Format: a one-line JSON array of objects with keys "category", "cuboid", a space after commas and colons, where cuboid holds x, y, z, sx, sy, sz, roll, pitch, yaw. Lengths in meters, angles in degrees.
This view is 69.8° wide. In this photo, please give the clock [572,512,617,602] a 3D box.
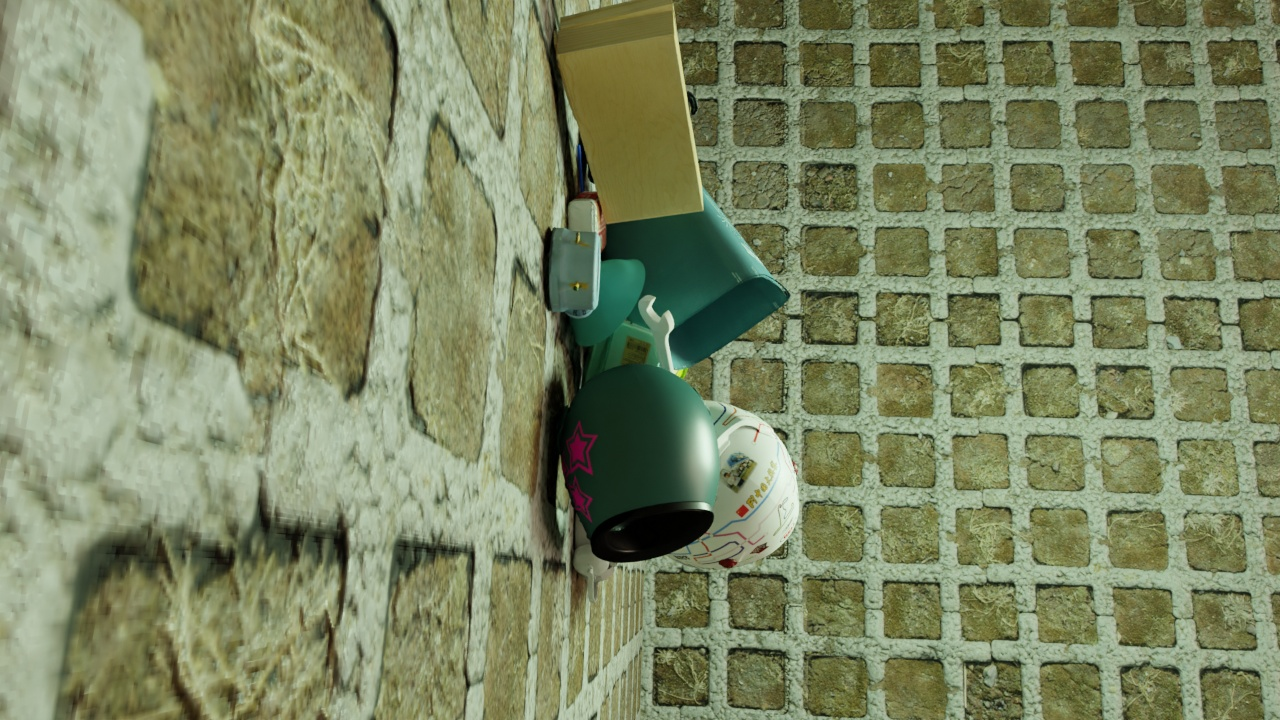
[{"category": "clock", "cuboid": [-0.055, 0.245, 1.237, 0.120, 0.061, 0.159, 82, 9, -69]}]

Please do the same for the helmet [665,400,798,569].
[{"category": "helmet", "cuboid": [0.084, 0.172, 1.335, 0.230, 0.236, 0.315, -52, -163, -20]}]

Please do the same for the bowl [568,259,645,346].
[{"category": "bowl", "cuboid": [-0.053, -0.080, 1.070, 0.046, 0.121, 0.120, 35, 40, -30]}]

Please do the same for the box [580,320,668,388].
[{"category": "box", "cuboid": [-0.024, -0.004, 1.166, 0.078, 0.113, 0.188, -58, 168, -41]}]

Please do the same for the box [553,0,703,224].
[{"category": "box", "cuboid": [-0.006, -0.276, 1.040, 0.249, 0.128, 0.091, 73, 16, -51]}]

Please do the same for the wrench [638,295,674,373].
[{"category": "wrench", "cuboid": [0.036, 0.032, 1.103, 0.009, 0.047, 0.274, -39, 138, -27]}]

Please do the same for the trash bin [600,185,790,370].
[{"category": "trash bin", "cuboid": [0.052, -0.132, 1.239, 0.218, 0.199, 0.196, 61, 16, 17]}]

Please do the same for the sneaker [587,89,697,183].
[{"category": "sneaker", "cuboid": [0.002, -0.331, 1.252, 0.097, 0.151, 0.252, 87, 6, -57]}]

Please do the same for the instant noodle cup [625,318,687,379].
[{"category": "instant noodle cup", "cuboid": [-0.008, 0.008, 1.349, 0.097, 0.146, 0.146, -62, 155, -58]}]

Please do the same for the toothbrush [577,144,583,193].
[{"category": "toothbrush", "cuboid": [-0.076, -0.190, 1.201, 0.016, 0.011, 0.187, -83, 170, -59]}]

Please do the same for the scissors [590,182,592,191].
[{"category": "scissors", "cuboid": [-0.066, -0.197, 1.299, 0.127, 0.014, 0.127, 76, 15, -71]}]

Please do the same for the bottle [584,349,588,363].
[{"category": "bottle", "cuboid": [-0.063, 0.047, 1.276, 0.033, 0.033, 0.123, 53, 39, -84]}]

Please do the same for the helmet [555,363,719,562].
[{"category": "helmet", "cuboid": [-0.008, 0.110, 1.059, 0.275, 0.176, 0.200, 104, -23, -64]}]

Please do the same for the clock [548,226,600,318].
[{"category": "clock", "cuboid": [-0.069, -0.093, 0.975, 0.124, 0.051, 0.088, 93, -2, -83]}]

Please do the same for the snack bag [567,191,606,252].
[{"category": "snack bag", "cuboid": [-0.065, -0.166, 1.134, 0.115, 0.036, 0.077, -77, 167, -73]}]
